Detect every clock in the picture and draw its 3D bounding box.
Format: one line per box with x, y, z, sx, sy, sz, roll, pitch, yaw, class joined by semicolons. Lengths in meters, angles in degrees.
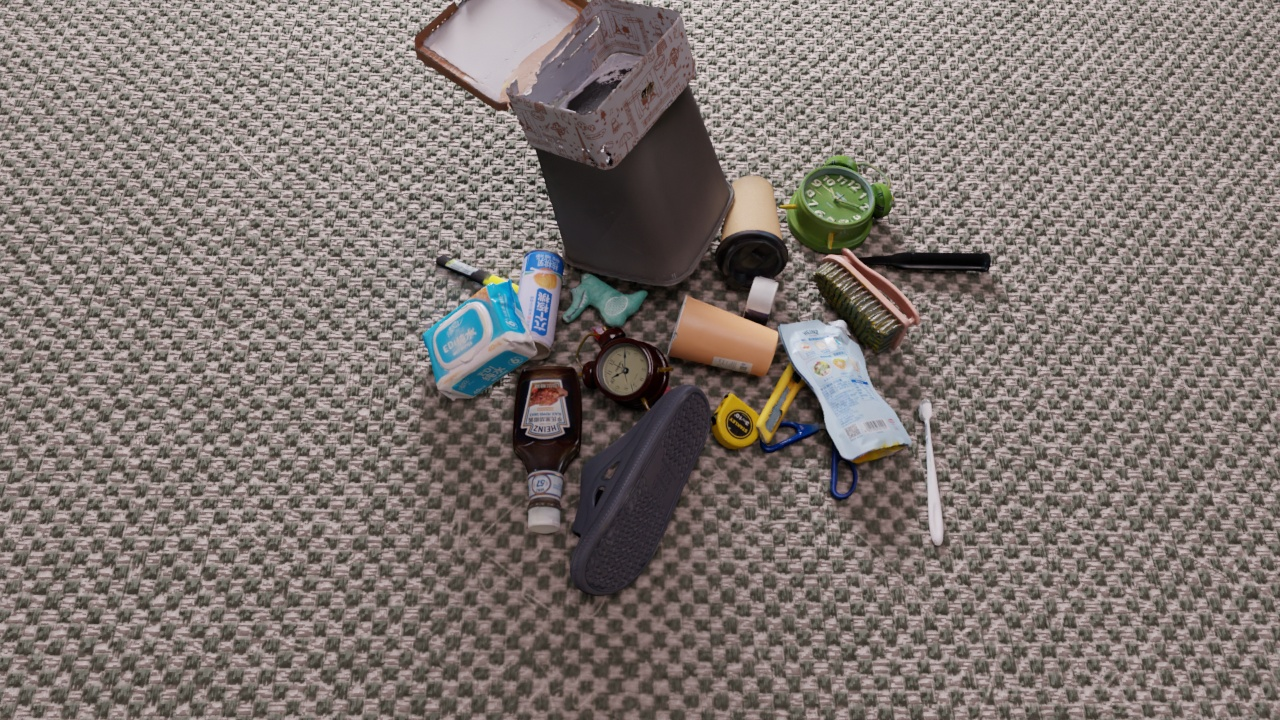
0.271;-0.216;1.241;0.161;0.056;0.116;-39;71;-22;clock
-0.022;0.009;1.090;0.122;0.055;0.082;29;92;21;clock

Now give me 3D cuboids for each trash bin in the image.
-0.015;-0.242;1.123;0.199;0.220;0.198;15;59;27;trash bin

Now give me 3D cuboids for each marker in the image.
-0.209;-0.108;1.181;0.124;0.015;0.018;23;62;13;marker

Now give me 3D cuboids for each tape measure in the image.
0.150;-0.072;1.150;0.033;0.066;0.065;16;62;7;tape measure
0.112;0.076;1.087;0.060;0.029;0.057;37;65;-6;tape measure

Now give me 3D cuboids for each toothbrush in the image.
0.355;-0.133;1.217;0.212;0.027;0.026;1;70;0;toothbrush
0.342;0.131;1.082;0.016;0.016;0.179;3;64;1;toothbrush

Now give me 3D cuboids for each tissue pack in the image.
-0.190;-0.023;1.079;0.140;0.063;0.090;-33;62;20;tissue pack

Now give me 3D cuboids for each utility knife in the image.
0.178;0.038;1.108;0.033;0.015;0.154;44;56;-15;utility knife

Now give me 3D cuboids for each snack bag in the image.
0.243;0.030;1.101;0.110;0.039;0.191;-13;63;-23;snack bag

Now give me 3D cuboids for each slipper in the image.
-0.011;0.138;1.021;0.083;0.111;0.267;10;55;37;slipper

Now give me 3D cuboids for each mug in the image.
0.101;-0.025;1.120;0.123;0.078;0.078;18;62;1;mug

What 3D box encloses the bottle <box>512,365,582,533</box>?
-0.108;0.100;1.056;0.080;0.044;0.194;-1;62;1;bottle

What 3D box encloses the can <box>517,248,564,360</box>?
-0.128;-0.070;1.141;0.053;0.053;0.134;5;61;0;can

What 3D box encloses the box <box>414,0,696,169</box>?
-0.092;-0.331;1.002;0.272;0.107;0.177;30;67;20;box

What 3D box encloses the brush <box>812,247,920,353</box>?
0.284;-0.082;1.166;0.073;0.063;0.145;-33;66;-15;brush

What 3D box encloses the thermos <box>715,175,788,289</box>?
0.144;-0.170;1.196;0.093;0.093;0.143;5;53;-1;thermos

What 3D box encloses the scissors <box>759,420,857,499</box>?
0.225;0.089;1.099;0.176;0.012;0.162;-11;62;-10;scissors

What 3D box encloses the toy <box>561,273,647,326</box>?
-0.052;-0.073;1.163;0.092;0.030;0.096;35;73;20;toy

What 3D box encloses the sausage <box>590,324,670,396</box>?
-0.007;0.007;1.126;0.020;0.020;0.156;-40;70;-21;sausage
